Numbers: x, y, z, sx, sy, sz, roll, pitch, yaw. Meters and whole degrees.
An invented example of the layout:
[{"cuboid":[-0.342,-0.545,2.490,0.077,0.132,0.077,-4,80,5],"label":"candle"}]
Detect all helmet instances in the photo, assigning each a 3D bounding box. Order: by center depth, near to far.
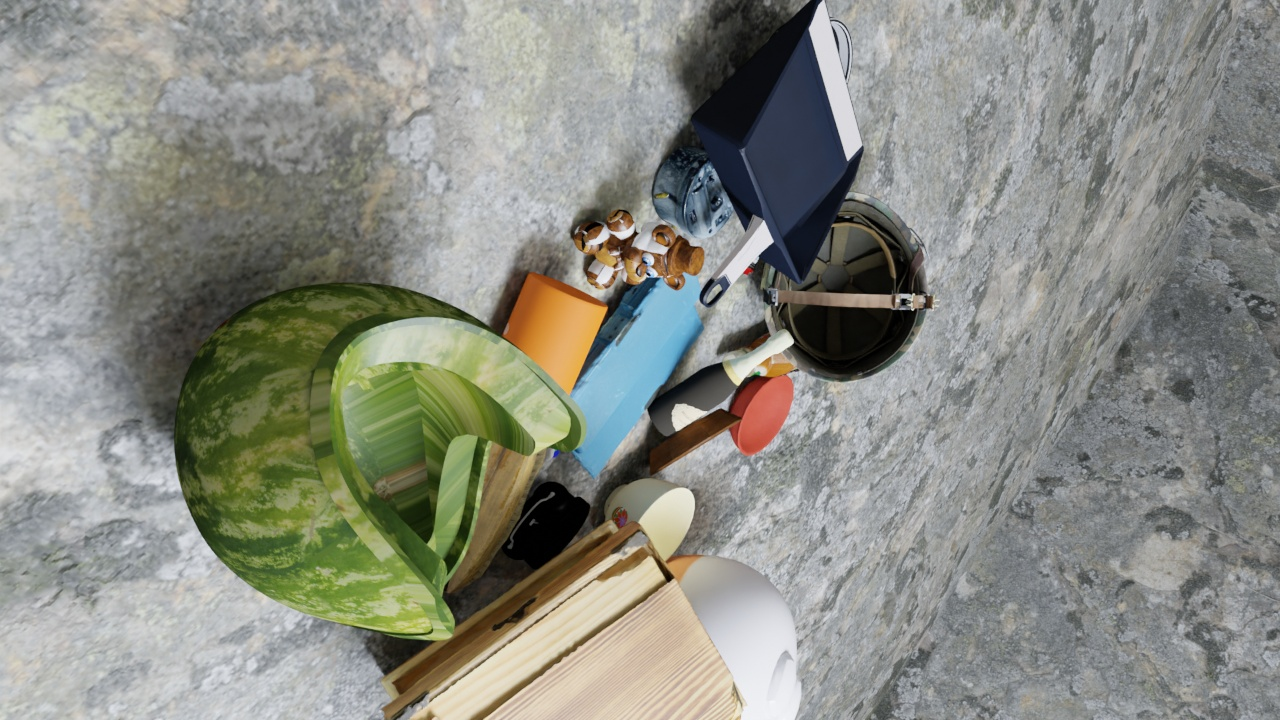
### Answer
[{"cuboid":[-0.189,0.063,0.621,0.243,0.248,0.212,44,55,-17],"label":"helmet"},{"cuboid":[0.242,-0.086,1.094,0.235,0.193,0.225,-75,166,-63],"label":"helmet"}]

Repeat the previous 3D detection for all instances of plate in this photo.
[{"cuboid":[0.062,0.094,1.106,0.131,0.025,0.131,-31,173,-5],"label":"plate"}]

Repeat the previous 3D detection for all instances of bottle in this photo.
[{"cuboid":[0.093,0.021,1.045,0.185,0.045,0.045,-34,150,17],"label":"bottle"},{"cuboid":[0.165,-0.006,1.182,0.166,0.059,0.059,-12,124,-48],"label":"bottle"}]

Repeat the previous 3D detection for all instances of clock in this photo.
[{"cuboid":[0.067,-0.181,0.932,0.129,0.052,0.090,-44,143,-21],"label":"clock"},{"cuboid":[-0.101,0.169,0.959,0.091,0.042,0.120,-51,162,-1],"label":"clock"}]

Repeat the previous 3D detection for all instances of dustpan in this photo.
[{"cuboid":[0.135,-0.169,0.902,0.273,0.080,0.236,-45,145,-3],"label":"dustpan"}]

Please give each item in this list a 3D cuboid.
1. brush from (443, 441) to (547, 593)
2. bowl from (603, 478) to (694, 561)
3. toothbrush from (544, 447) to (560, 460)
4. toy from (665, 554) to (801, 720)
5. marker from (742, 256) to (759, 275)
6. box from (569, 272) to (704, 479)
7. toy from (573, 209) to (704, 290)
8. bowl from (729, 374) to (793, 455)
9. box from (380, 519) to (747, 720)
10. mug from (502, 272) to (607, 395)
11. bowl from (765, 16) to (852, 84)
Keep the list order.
[{"cuboid":[-0.144,0.136,0.893,0.195,0.059,0.043,-64,157,2],"label":"brush"},{"cuboid":[-0.002,0.186,1.097,0.117,0.074,0.118,-31,137,-35],"label":"bowl"},{"cuboid":[-0.080,0.021,0.928,0.016,0.015,0.187,-18,127,-47],"label":"toothbrush"},{"cuboid":[0.057,0.372,1.137,0.263,0.281,0.265,68,39,-50],"label":"toy"},{"cuboid":[0.155,-0.168,1.082,0.145,0.021,0.023,-61,153,2],"label":"marker"},{"cuboid":[-0.006,0.006,0.987,0.231,0.033,0.175,-54,151,-16],"label":"box"},{"cuboid":[0.002,-0.101,0.862,0.067,0.113,0.087,-54,147,-29],"label":"toy"},{"cuboid":[0.159,0.068,1.249,0.121,0.035,0.122,-31,137,-35],"label":"bowl"},{"cuboid":[-0.062,0.331,0.871,0.278,0.258,0.221,-33,172,-20],"label":"box"},{"cuboid":[-0.077,-0.020,0.850,0.096,0.078,0.112,-66,158,8],"label":"mug"},{"cuboid":[0.158,-0.298,0.949,0.119,0.066,0.120,-31,137,-35],"label":"bowl"}]
